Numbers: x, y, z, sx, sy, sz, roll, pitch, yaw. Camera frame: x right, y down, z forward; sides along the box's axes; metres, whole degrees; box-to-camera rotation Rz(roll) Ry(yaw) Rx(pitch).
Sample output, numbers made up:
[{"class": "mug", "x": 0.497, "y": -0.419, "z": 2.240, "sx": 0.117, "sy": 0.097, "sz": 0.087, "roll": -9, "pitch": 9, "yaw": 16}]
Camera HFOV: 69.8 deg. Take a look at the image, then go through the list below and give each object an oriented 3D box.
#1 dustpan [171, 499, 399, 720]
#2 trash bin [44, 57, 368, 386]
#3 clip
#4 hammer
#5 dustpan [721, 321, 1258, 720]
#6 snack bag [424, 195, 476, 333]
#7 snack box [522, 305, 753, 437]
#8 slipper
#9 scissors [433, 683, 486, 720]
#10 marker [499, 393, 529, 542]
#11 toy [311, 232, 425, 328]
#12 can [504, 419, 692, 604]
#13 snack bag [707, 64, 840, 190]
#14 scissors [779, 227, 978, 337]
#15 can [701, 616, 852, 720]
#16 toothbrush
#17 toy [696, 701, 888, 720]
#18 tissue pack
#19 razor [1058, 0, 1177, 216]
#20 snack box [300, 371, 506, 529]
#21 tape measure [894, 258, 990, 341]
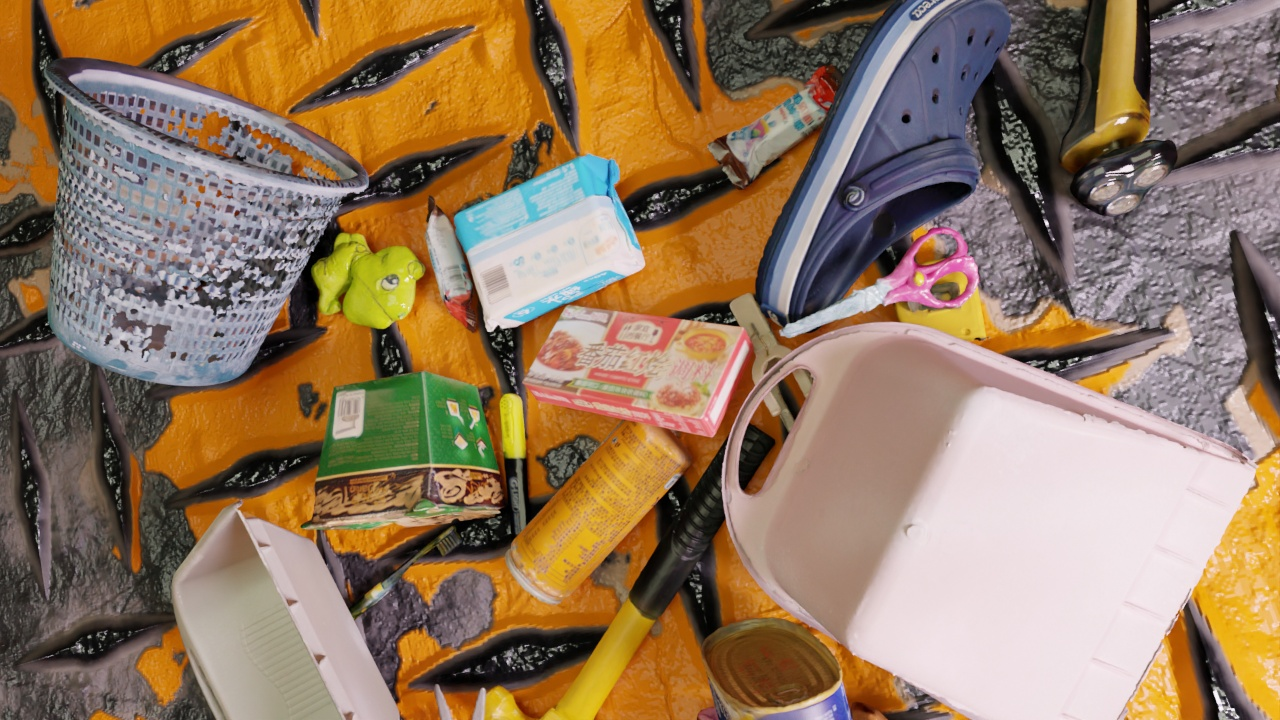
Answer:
[{"class": "dustpan", "x": -0.269, "y": 0.229, "z": 0.642, "sx": 0.142, "sy": 0.258, "sz": 0.222, "roll": -27, "pitch": 87, "yaw": -13}, {"class": "trash bin", "x": -0.354, "y": -0.097, "z": 0.714, "sx": 0.226, "sy": 0.226, "sz": 0.195, "roll": 31, "pitch": 107, "yaw": 18}, {"class": "clip", "x": 0.091, "y": 0.000, "z": 0.625, "sx": 0.035, "sy": 0.094, "sz": 0.102, "roll": -29, "pitch": 88, "yaw": 13}, {"class": "hammer", "x": 0.003, "y": 0.175, "z": 0.653, "sx": 0.129, "sy": 0.032, "sz": 0.301, "roll": 33, "pitch": 95, "yaw": 17}, {"class": "dustpan", "x": 0.199, "y": 0.096, "z": 0.577, "sx": 0.273, "sy": 0.139, "sz": 0.222, "roll": 25, "pitch": 96, "yaw": -20}, {"class": "snack bag", "x": -0.151, "y": -0.075, "z": 0.722, "sx": 0.026, "sy": 0.048, "sz": 0.104, "roll": -14, "pitch": 75, "yaw": -17}, {"class": "snack box", "x": -0.004, "y": 0.004, "z": 0.640, "sx": 0.153, "sy": 0.025, "sz": 0.075, "roll": 10, "pitch": 60, "yaw": 33}, {"class": "slipper", "x": 0.165, "y": -0.125, "z": 0.591, "sx": 0.095, "sy": 0.105, "sz": 0.253, "roll": 34, "pitch": 98, "yaw": 25}, {"class": "scissors", "x": -0.133, "y": 0.322, "z": 0.676, "sx": 0.155, "sy": 0.012, "sz": 0.166, "roll": -38, "pitch": 86, "yaw": 19}, {"class": "marker", "x": -0.096, "y": 0.087, "z": 0.702, "sx": 0.018, "sy": 0.015, "sz": 0.124, "roll": -7, "pitch": 84, "yaw": 23}, {"class": "toy", "x": -0.223, "y": -0.062, "z": 0.749, "sx": 0.097, "sy": 0.031, "sz": 0.100, "roll": -45, "pitch": 70, "yaw": 13}, {"class": "can", "x": -0.030, "y": 0.104, "z": 0.657, "sx": 0.058, "sy": 0.058, "sz": 0.146, "roll": 44, "pitch": 99, "yaw": 16}, {"class": "snack bag", "x": 0.102, "y": -0.167, "z": 0.658, "sx": 0.105, "sy": 0.026, "sz": 0.045, "roll": -33, "pitch": 79, "yaw": 14}, {"class": "scissors", "x": 0.151, "y": -0.041, "z": 0.586, "sx": 0.133, "sy": 0.017, "sz": 0.054, "roll": -22, "pitch": 100, "yaw": 0}, {"class": "can", "x": 0.082, "y": 0.205, "z": 0.565, "sx": 0.074, "sy": 0.148, "sz": 0.049, "roll": -15, "pitch": 92, "yaw": -8}, {"class": "toothbrush", "x": -0.212, "y": 0.192, "z": 0.731, "sx": 0.186, "sy": 0.012, "sz": 0.017, "roll": -39, "pitch": 86, "yaw": 10}, {"class": "toy", "x": 0.119, "y": 0.281, "z": 0.563, "sx": 0.200, "sy": 0.130, "sz": 0.139, "roll": -1, "pitch": 47, "yaw": 27}, {"class": "tissue pack", "x": -0.069, "y": -0.086, "z": 0.685, "sx": 0.140, "sy": 0.063, "sz": 0.090, "roll": -22, "pitch": 80, "yaw": 16}, {"class": "razor", "x": 0.305, "y": -0.177, "z": 0.581, "sx": 0.068, "sy": 0.062, "sz": 0.167, "roll": -2, "pitch": 77, "yaw": 49}, {"class": "snack box", "x": -0.173, "y": 0.067, "z": 0.678, "sx": 0.118, "sy": 0.117, "sz": 0.105, "roll": -11, "pitch": 77, "yaw": 17}, {"class": "tape measure", "x": 0.199, "y": -0.039, "z": 0.613, "sx": 0.057, "sy": 0.029, "sz": 0.060, "roll": -9, "pitch": 82, "yaw": 17}]
